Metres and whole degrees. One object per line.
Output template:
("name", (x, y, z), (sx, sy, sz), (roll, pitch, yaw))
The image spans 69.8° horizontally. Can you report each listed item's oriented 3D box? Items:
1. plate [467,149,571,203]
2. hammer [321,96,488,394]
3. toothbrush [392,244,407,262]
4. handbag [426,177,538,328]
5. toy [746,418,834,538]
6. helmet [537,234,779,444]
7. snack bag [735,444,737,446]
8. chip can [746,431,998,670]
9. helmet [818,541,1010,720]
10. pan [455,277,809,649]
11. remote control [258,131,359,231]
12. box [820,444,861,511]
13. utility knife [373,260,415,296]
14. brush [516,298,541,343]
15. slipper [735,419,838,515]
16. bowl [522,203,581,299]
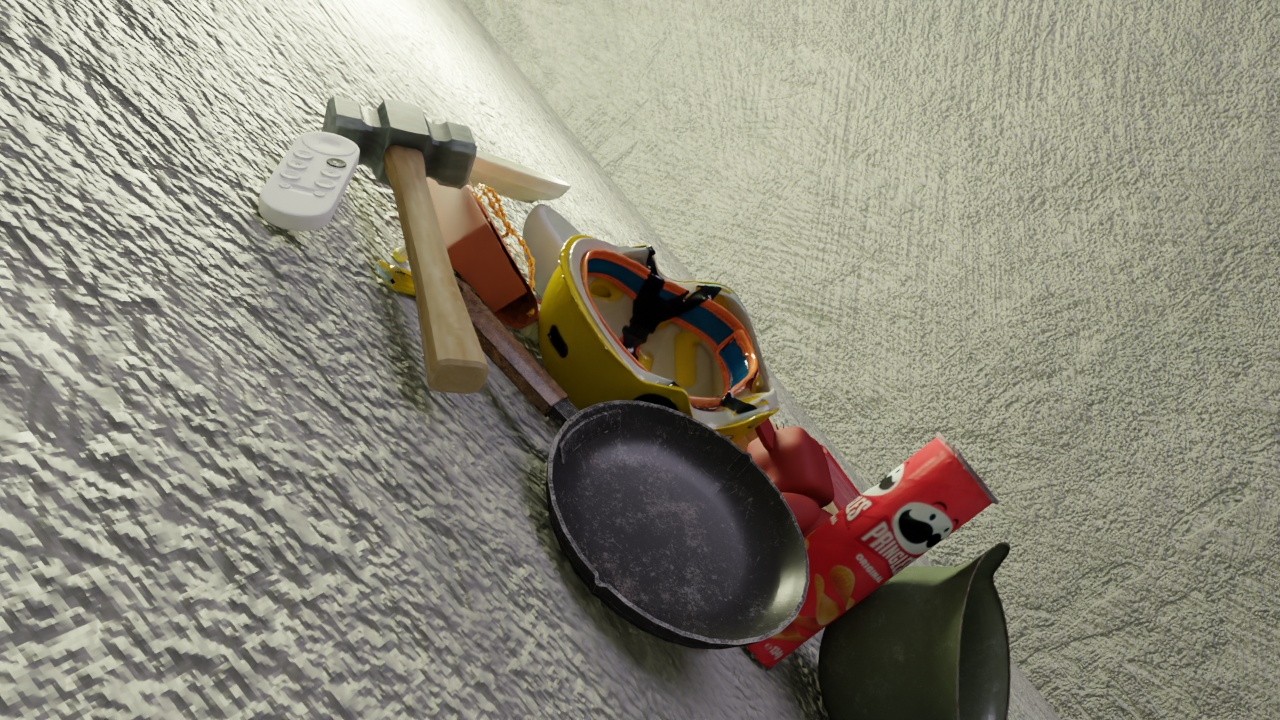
("plate", (-0.169, -0.211, 1.026), (0.182, 0.034, 0.182), (19, 11, -4))
("hammer", (-0.158, -0.093, 0.662), (0.117, 0.051, 0.322), (6, 38, -28))
("toothbrush", (-0.181, -0.098, 0.768), (0.021, 0.016, 0.135), (51, 10, -10))
("handbag", (-0.144, -0.115, 0.831), (0.109, 0.060, 0.171), (58, -1, -42))
("toy", (0.142, 0.147, 0.897), (0.158, 0.121, 0.197), (33, 42, -52))
("helmet", (-0.005, 0.005, 0.822), (0.239, 0.140, 0.208), (23, 34, -27))
("snack bag", (0.059, 0.053, 1.130), (0.205, 0.058, 0.096), (53, 12, 14))
("chip can", (0.177, 0.159, 0.759), (0.073, 0.233, 0.073), (49, 8, -10))
("helmet", (0.246, 0.272, 0.808), (0.267, 0.154, 0.226), (20, 70, -51))
("pan", (-0.032, 0.062, 0.654), (0.357, 0.040, 0.207), (42, 35, 15))
("remote control", (-0.218, -0.122, 0.610), (0.043, 0.013, 0.136), (13, 32, -13))
("box", (0.210, 0.212, 1.149), (0.157, 0.123, 0.136), (55, 29, 9))
("utility knife", (-0.160, -0.054, 0.712), (0.030, 0.017, 0.155), (44, 11, 17))
("brush", (-0.077, -0.025, 0.911), (0.041, 0.030, 0.172), (53, 11, 24))
("slipper", (0.156, 0.177, 1.024), (0.261, 0.112, 0.079), (52, 32, -10))
("bowl", (-0.078, -0.090, 1.036), (0.176, 0.066, 0.176), (48, 11, -12))
